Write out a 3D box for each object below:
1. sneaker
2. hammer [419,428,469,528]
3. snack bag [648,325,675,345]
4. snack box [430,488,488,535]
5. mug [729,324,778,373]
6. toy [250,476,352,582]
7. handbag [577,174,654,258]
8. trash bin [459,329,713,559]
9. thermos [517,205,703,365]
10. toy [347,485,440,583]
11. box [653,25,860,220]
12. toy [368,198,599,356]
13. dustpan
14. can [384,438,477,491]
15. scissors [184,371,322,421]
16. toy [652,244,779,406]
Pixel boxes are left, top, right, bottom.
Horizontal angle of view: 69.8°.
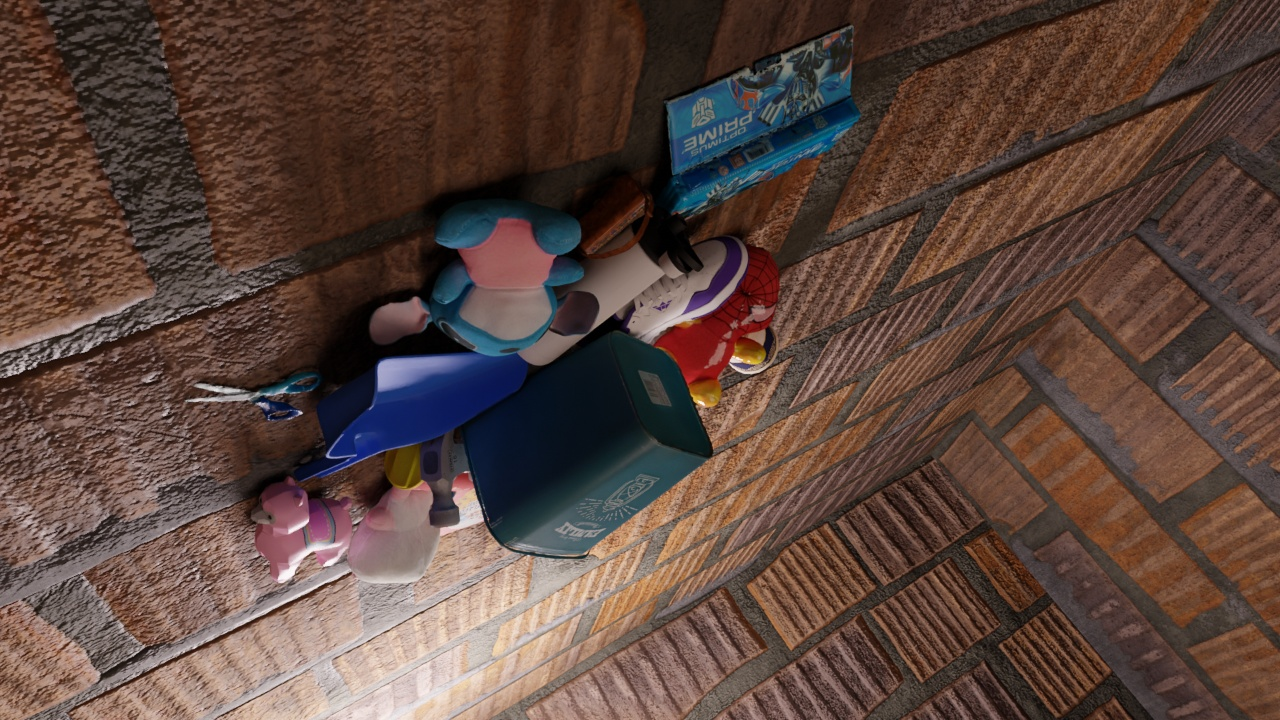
[{"bbox_3d":[0.008,-0.081,1.081,0.244,0.091,0.111,-36,154,12],"label":"sneaker"},{"bbox_3d":[-0.175,0.119,1.188,0.035,0.139,0.312,-7,179,25],"label":"hammer"},{"bbox_3d":[0.048,-0.021,1.312,0.087,0.044,0.155,-33,163,17],"label":"snack bag"},{"bbox_3d":[-0.230,0.185,1.315,0.142,0.040,0.145,-14,148,-43],"label":"snack box"},{"bbox_3d":[0.141,-0.031,1.377,0.112,0.085,0.089,-6,164,23],"label":"mug"},{"bbox_3d":[-0.395,0.190,1.066,0.123,0.067,0.158,-16,146,-41],"label":"toy"},{"bbox_3d":[-0.026,-0.129,0.870,0.093,0.043,0.195,-40,-164,6],"label":"handbag"},{"bbox_3d":[-0.057,0.094,1.071,0.219,0.199,0.196,-34,150,23],"label":"trash bin"},{"bbox_3d":[-0.040,-0.069,0.975,0.230,0.101,0.068,-36,133,22],"label":"thermos"},{"bbox_3d":[-0.314,0.216,1.199,0.138,0.101,0.180,-25,140,-54],"label":"toy"},{"bbox_3d":[0.131,-0.237,0.978,0.243,0.060,0.176,-28,156,-19],"label":"box"},{"bbox_3d":[-0.144,-0.075,0.871,0.223,0.098,0.192,-3,143,-16],"label":"toy"},{"bbox_3d":[-0.278,0.064,0.975,0.258,0.059,0.245,-22,172,26],"label":"dustpan"},{"bbox_3d":[-0.253,0.128,1.139,0.067,0.066,0.124,-42,157,14],"label":"can"},{"bbox_3d":[-0.374,0.041,0.875,0.134,0.016,0.084,-5,144,-48],"label":"scissors"},{"bbox_3d":[0.100,-0.054,1.194,0.147,0.099,0.216,32,93,-27],"label":"toy"}]
